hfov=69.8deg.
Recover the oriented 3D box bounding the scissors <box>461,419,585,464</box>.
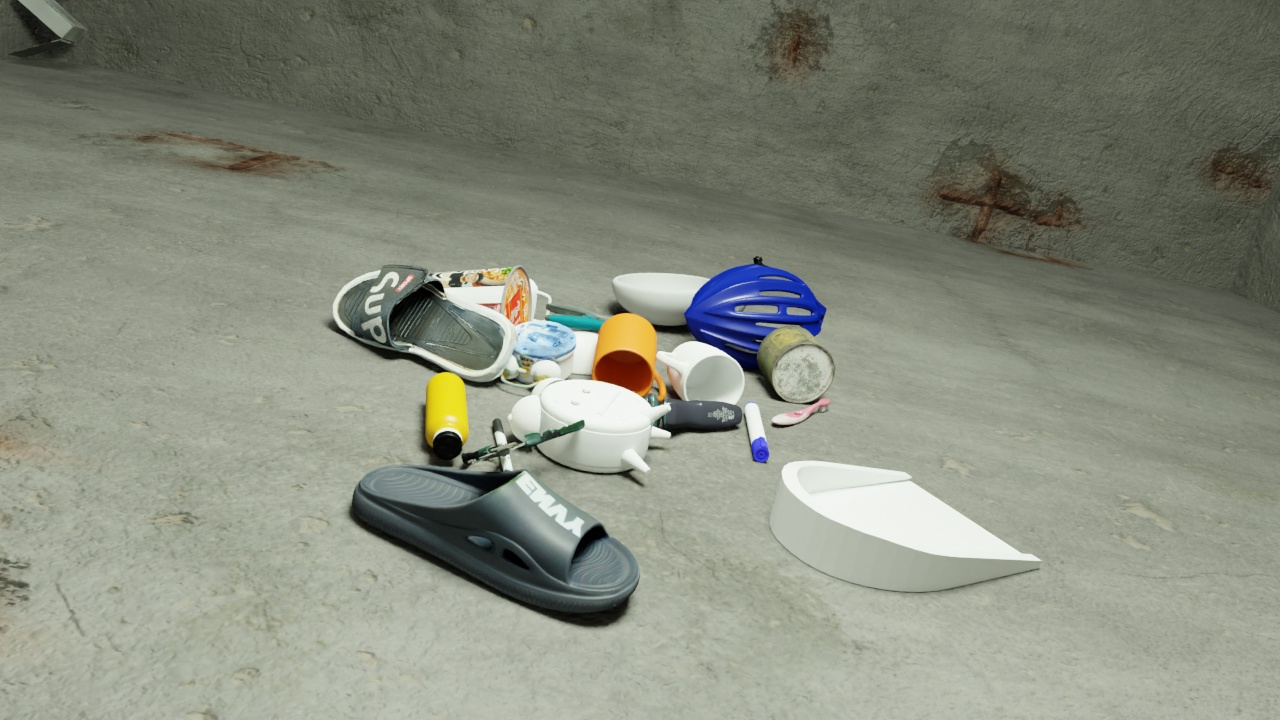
[{"bbox_3d":[-0.137,0.083,0.839,0.137,0.015,0.209,-15,-2,16],"label":"scissors"}]

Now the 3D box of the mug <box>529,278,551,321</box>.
[{"bbox_3d":[-0.188,-0.085,1.332,0.115,0.068,0.094,11,19,0],"label":"mug"}]

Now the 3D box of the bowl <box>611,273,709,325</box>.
[{"bbox_3d":[0.041,-0.095,1.481,0.176,0.066,0.176,3,14,-1],"label":"bowl"}]

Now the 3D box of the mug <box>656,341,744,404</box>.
[{"bbox_3d":[0.065,0.012,1.168,0.114,0.081,0.087,26,7,-23],"label":"mug"}]

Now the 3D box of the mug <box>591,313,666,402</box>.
[{"bbox_3d":[-0.007,0.007,1.168,0.112,0.078,0.095,42,24,-19],"label":"mug"}]

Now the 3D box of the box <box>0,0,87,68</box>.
[{"bbox_3d":[-1.859,-0.997,2.808,0.169,0.232,0.167,44,-1,-22],"label":"box"}]

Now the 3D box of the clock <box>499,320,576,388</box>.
[{"bbox_3d":[-0.131,-0.003,1.145,0.089,0.052,0.125,15,34,16],"label":"clock"}]

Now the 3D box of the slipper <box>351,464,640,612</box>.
[{"bbox_3d":[-0.118,0.123,0.769,0.268,0.083,0.110,17,18,19],"label":"slipper"}]

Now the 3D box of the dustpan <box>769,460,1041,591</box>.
[{"bbox_3d":[0.254,0.154,0.932,0.257,0.053,0.191,-1,23,-32],"label":"dustpan"}]

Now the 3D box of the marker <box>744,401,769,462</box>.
[{"bbox_3d":[0.141,0.084,1.115,0.020,0.020,0.141,11,19,-2],"label":"marker"}]

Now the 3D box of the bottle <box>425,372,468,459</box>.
[{"bbox_3d":[-0.202,0.059,0.957,0.043,0.043,0.143,6,20,-15],"label":"bottle"}]

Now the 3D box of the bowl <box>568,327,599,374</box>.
[{"bbox_3d":[-0.088,-0.026,1.248,0.114,0.051,0.114,10,19,-4],"label":"bowl"}]

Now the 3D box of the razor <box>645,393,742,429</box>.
[{"bbox_3d":[0.064,0.064,1.099,0.142,0.047,0.052,3,-4,-30],"label":"razor"}]

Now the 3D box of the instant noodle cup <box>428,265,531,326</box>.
[{"bbox_3d":[-0.220,-0.068,1.212,0.122,0.124,0.123,5,18,10],"label":"instant noodle cup"}]

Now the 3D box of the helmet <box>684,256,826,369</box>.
[{"bbox_3d":[0.161,-0.083,1.398,0.241,0.148,0.227,5,25,-18],"label":"helmet"}]

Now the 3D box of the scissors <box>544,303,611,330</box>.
[{"bbox_3d":[-0.064,-0.053,1.230,0.126,0.019,0.154,29,24,37],"label":"scissors"}]

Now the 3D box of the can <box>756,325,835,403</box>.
[{"bbox_3d":[0.215,0.004,1.276,0.090,0.090,0.074,7,20,-12],"label":"can"}]

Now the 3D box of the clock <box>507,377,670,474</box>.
[{"bbox_3d":[-0.052,0.061,0.990,0.161,0.073,0.125,15,19,10],"label":"clock"}]

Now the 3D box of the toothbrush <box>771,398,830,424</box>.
[{"bbox_3d":[0.212,0.070,1.208,0.022,0.016,0.134,26,26,36],"label":"toothbrush"}]

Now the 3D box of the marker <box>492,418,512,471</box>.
[{"bbox_3d":[-0.140,0.094,0.941,0.011,0.011,0.152,5,20,-17],"label":"marker"}]

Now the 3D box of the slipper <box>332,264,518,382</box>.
[{"bbox_3d":[-0.275,-0.054,1.132,0.264,0.111,0.063,23,-11,20],"label":"slipper"}]
